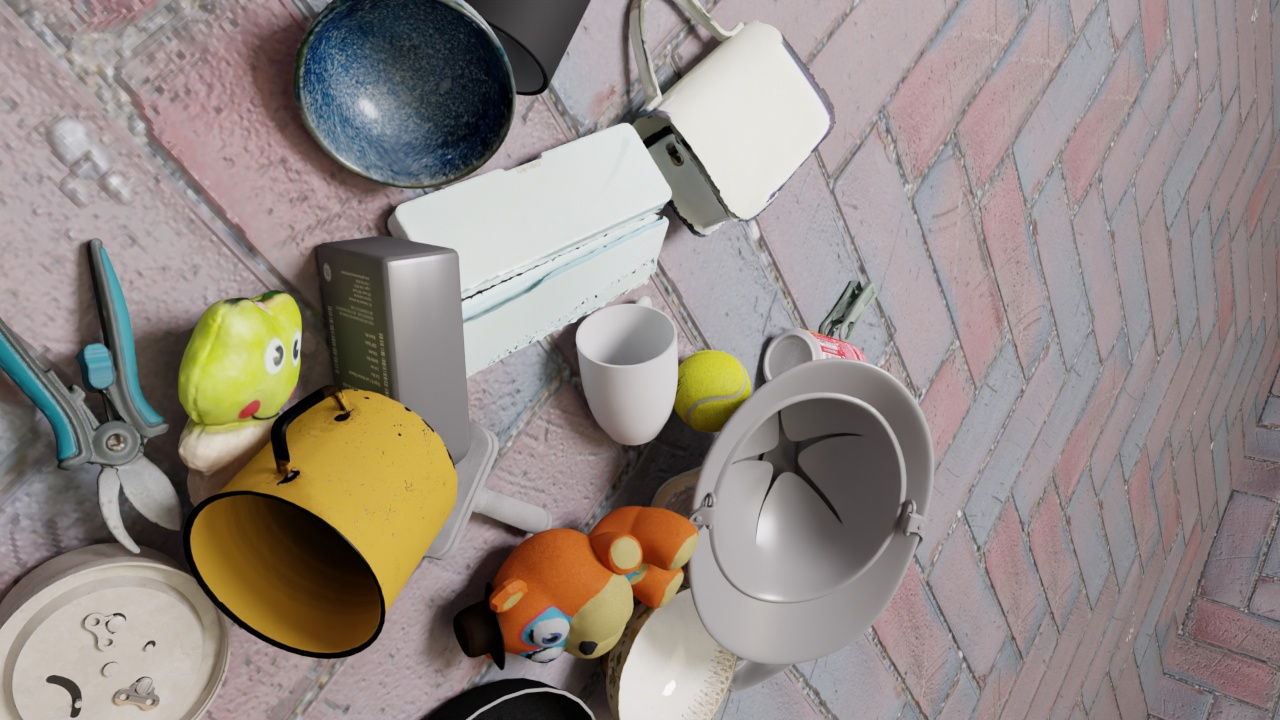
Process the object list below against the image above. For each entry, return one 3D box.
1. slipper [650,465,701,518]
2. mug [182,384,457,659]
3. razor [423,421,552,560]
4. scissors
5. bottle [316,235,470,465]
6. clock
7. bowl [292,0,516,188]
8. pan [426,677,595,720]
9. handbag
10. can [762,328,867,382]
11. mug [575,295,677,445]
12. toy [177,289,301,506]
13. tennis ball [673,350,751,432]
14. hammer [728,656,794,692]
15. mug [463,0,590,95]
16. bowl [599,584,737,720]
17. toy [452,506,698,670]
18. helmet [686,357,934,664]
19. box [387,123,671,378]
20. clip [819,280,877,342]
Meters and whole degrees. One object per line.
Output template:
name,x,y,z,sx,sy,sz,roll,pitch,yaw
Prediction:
slipper,0.114,0.108,0.832,0.272,0.054,0.114,-17,115,-33
mug,-0.152,0.067,0.451,0.093,0.100,0.124,-64,159,-56
razor,-0.100,0.098,0.623,0.116,0.047,0.088,35,74,-52
scissors,-0.260,0.010,0.427,0.124,0.019,0.155,23,67,-34
bottle,-0.139,0.020,0.529,0.046,0.084,0.174,-15,111,-40
clock,-0.248,0.131,0.461,0.156,0.061,0.103,-30,117,-29
bowl,-0.127,-0.158,0.505,0.114,0.060,0.115,-6,133,-6
pan,-0.063,0.351,0.714,0.355,0.044,0.204,25,81,-46
handbag,0.048,-0.201,0.695,0.176,0.074,0.151,51,60,-18
can,0.166,0.008,0.855,0.104,0.064,0.064,12,91,-47
mug,-0.004,0.004,0.685,0.107,0.071,0.090,-73,164,-48
toy,-0.207,0.022,0.471,0.092,0.043,0.118,-84,-172,-81
tennis ball,0.057,0.025,0.745,0.065,0.065,0.065,-13,108,-44
hammer,0.148,0.159,0.833,0.169,0.034,0.325,6,110,-42
mug,-0.087,-0.225,0.539,0.113,0.078,0.088,28,78,-19
bowl,0.013,0.244,0.754,0.144,0.063,0.145,-11,106,-44
toy,-0.045,0.159,0.646,0.176,0.096,0.112,-9,143,-17
helmet,0.120,0.101,0.730,0.183,0.117,0.272,3,115,-8
box,-0.066,-0.075,0.616,0.196,0.074,0.126,-29,139,-35
clip,0.206,-0.048,0.910,0.075,0.043,0.023,-54,131,-24
